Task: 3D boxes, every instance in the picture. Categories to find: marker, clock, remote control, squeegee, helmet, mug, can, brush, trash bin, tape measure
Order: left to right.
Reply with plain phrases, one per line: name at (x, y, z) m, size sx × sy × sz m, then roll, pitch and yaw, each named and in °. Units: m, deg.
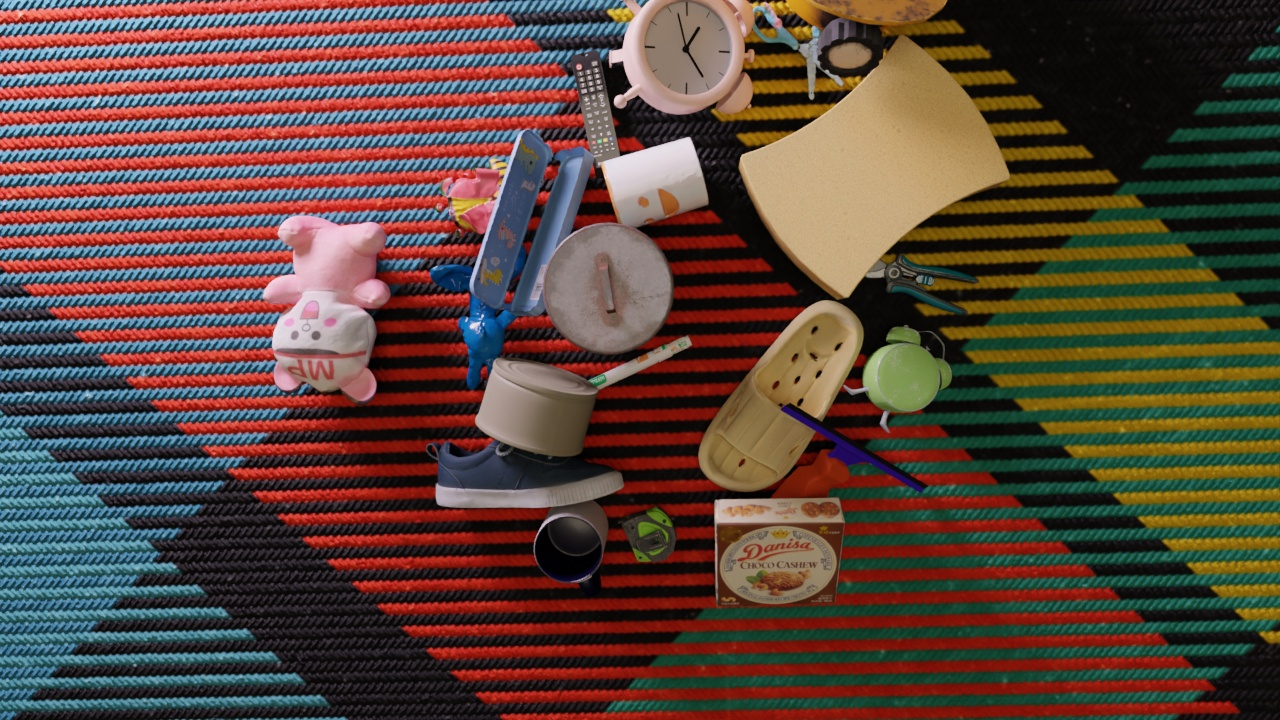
can at (-0.117, 0.051, 1.049) m, size 0.128 × 0.127 × 0.073 m, roll 17°, pitch 100°, yaw 0°
mug at (-0.074, 0.224, 1.083) m, size 0.078 × 0.097 × 0.112 m, roll -22°, pitch 95°, yaw 4°
remote control at (-0.051, -0.287, 1.072) m, size 0.033 × 0.015 × 0.147 m, roll -11°, pitch 95°, yaw 3°
trash bin at (-0.030, -0.079, 0.994) m, size 0.131 × 0.211 × 0.131 m, roll 0°, pitch 96°, yaw 2°
marker at (-0.007, 0.006, 1.099) m, size 0.145 × 0.017 × 0.017 m, roll -25°, pitch 94°, yaw 4°
tape measure at (0.014, 0.212, 1.109) m, size 0.059 × 0.036 × 0.065 m, roll -26°, pitch 94°, yaw 3°
mug at (0.016, -0.200, 1.045) m, size 0.105 × 0.082 × 0.082 m, roll -16°, pitch 95°, yaw 3°
clock at (0.048, -0.347, 1.040) m, size 0.160 × 0.086 × 0.131 m, roll -1°, pitch 96°, yaw -7°
squeegee at (0.193, 0.157, 1.082) m, size 0.249 × 0.055 × 0.185 m, roll 30°, pitch 111°, yaw -30°
helmet at (0.225, -0.428, 0.983) m, size 0.205 × 0.131 × 0.255 m, roll 7°, pitch 72°, yaw -4°
brush at (0.256, -0.211, 1.032) m, size 0.250 × 0.075 × 0.195 m, roll -37°, pitch 89°, yaw 5°
clock at (0.309, 0.016, 1.070) m, size 0.094 × 0.042 × 0.119 m, roll 44°, pitch 81°, yaw -6°

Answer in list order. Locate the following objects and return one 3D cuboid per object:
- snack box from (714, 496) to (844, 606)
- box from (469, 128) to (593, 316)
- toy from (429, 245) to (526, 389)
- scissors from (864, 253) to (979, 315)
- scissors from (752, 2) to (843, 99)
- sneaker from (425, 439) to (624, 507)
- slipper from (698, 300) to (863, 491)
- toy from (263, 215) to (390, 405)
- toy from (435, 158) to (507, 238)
snack box at (0.159, 0.224, 1.071) m, size 0.143 × 0.041 × 0.147 m, roll -2°, pitch 127°, yaw 3°
box at (-0.127, -0.158, 1.027) m, size 0.079 × 0.073 × 0.210 m, roll 29°, pitch 73°, yaw -42°
toy at (-0.190, -0.051, 1.076) m, size 0.112 × 0.071 × 0.176 m, roll 1°, pitch 96°, yaw -9°
scissors at (0.326, -0.097, 1.077) m, size 0.150 × 0.019 × 0.131 m, roll -28°, pitch 92°, yaw 6°
scissors at (0.198, -0.376, 1.058) m, size 0.138 × 0.015 × 0.120 m, roll 43°, pitch 93°, yaw -6°
sneaker at (-0.137, 0.126, 1.085) m, size 0.236 × 0.089 × 0.087 m, roll -2°, pitch 91°, yaw 6°
slipper at (0.172, 0.049, 1.069) m, size 0.111 × 0.079 × 0.261 m, roll 34°, pitch 95°, yaw -5°
toy at (-0.362, -0.059, 1.072) m, size 0.142 × 0.084 × 0.213 m, roll 5°, pitch 94°, yaw 3°
toy at (-0.186, -0.189, 1.074) m, size 0.103 × 0.046 × 0.084 m, roll -37°, pitch 80°, yaw 0°
